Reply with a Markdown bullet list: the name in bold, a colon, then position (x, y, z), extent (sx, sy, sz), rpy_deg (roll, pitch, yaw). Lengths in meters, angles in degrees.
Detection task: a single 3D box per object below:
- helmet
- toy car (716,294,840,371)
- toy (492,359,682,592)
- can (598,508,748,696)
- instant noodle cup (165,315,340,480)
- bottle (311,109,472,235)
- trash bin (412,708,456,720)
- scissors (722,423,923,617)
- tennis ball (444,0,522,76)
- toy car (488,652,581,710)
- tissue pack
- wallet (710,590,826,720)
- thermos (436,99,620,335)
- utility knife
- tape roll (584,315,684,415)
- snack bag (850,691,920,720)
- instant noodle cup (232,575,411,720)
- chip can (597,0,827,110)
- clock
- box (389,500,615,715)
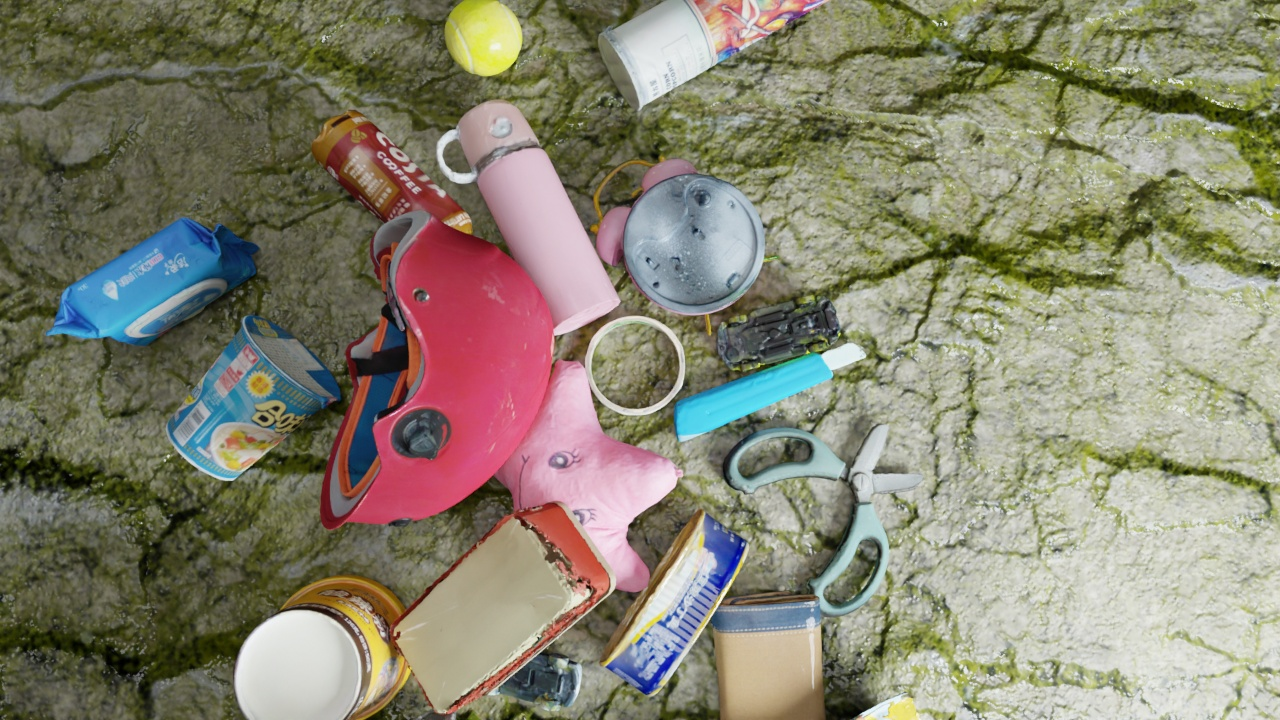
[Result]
- **helmet**: position (-0.147, 0.017, 0.691), extent (0.143, 0.207, 0.240), rpy_deg (13, 97, -25)
- **toy car**: position (0.117, -0.023, 0.784), extent (0.105, 0.032, 0.048), rpy_deg (-16, 84, 9)
- **toy**: position (-0.051, 0.095, 0.741), extent (0.179, 0.074, 0.194), rpy_deg (-14, 86, 18)
- **can**: position (0.028, 0.194, 0.736), extent (0.049, 0.074, 0.148), rpy_deg (34, 84, 0)
- **instant noodle cup**: position (-0.319, 0.036, 0.745), extent (0.110, 0.099, 0.099), rpy_deg (-44, 86, 1)
- **bottle**: position (-0.198, -0.135, 0.779), extent (0.175, 0.057, 0.057), rpy_deg (43, 85, 4)
- **trash bin**: position (-0.166, 0.407, 0.658), extent (0.198, 0.199, 0.220), rpy_deg (-33, 91, -4)
- **scissors**: position (0.145, 0.119, 0.774), extent (0.179, 0.019, 0.170), rpy_deg (22, 85, 3)
- **tennis ball**: position (-0.135, -0.280, 0.793), extent (0.065, 0.065, 0.065), rpy_deg (0, 83, -1)
- **toy car**: position (-0.091, 0.254, 0.748), extent (0.091, 0.034, 0.043), rpy_deg (7, 88, 14)
- **tissue pack**: position (-0.393, -0.058, 0.751), extent (0.157, 0.095, 0.052), rpy_deg (-33, 91, -4)
- **wallet**: position (0.105, 0.250, 0.749), extent (0.090, 0.033, 0.115), rpy_deg (-5, 89, 1)
- **thermos**: position (-0.098, -0.118, 0.772), extent (0.087, 0.067, 0.198), rpy_deg (-26, 86, -16)
- **utility knife**: position (0.110, 0.023, 0.785), extent (0.179, 0.018, 0.034), rpy_deg (-21, 98, -4)
- **tape roll**: position (-0.005, 0.005, 0.787), extent (0.086, 0.014, 0.085), rpy_deg (0, 84, -1)
- **snack bag**: position (0.135, 0.331, 0.726), extent (0.191, 0.038, 0.110), rpy_deg (-21, 124, -5)
- **instant noodle cup**: position (-0.246, 0.231, 0.709), extent (0.118, 0.114, 0.118), rpy_deg (0, 83, 0)
- **chip can**: position (0.072, -0.301, 0.795), extent (0.214, 0.071, 0.071), rpy_deg (-31, 85, -5)
- **clock**: position (0.029, -0.106, 0.778), extent (0.158, 0.060, 0.117), rpy_deg (42, 86, 2)
- **box**: position (-0.109, 0.188, 0.685), extent (0.169, 0.077, 0.091), rpy_deg (-44, 72, 22)
